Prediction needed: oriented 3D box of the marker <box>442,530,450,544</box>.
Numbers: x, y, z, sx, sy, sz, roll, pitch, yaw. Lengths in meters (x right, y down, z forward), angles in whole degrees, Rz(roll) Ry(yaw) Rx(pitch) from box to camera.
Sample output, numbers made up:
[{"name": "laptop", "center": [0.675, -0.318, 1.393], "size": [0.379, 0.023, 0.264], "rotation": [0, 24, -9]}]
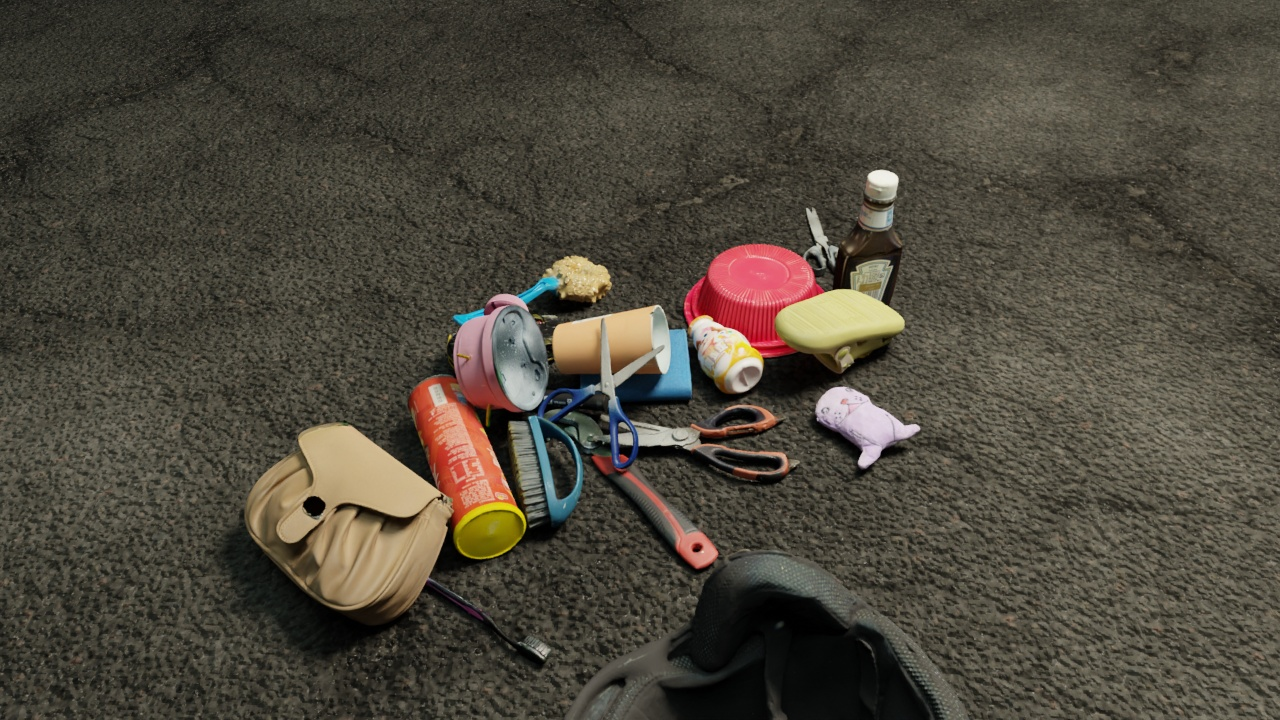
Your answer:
[{"name": "marker", "center": [-0.244, 0.151, 0.951], "size": [0.131, 0.018, 0.022], "rotation": [31, 60, 31]}]

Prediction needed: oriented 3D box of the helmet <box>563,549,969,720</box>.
[{"name": "helmet", "center": [0.088, 0.286, 0.629], "size": [0.275, 0.230, 0.233], "rotation": [-10, 32, 5]}]

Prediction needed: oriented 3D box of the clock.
[{"name": "clock", "center": [-0.149, -0.009, 1.022], "size": [0.060, 0.117, 0.158], "rotation": [-8, 26, 23]}]

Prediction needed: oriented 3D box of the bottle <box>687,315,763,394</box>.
[{"name": "bottle", "center": [0.097, -0.010, 1.089], "size": [0.063, 0.063, 0.108], "rotation": [-19, 44, -19]}]

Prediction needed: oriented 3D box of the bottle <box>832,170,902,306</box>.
[{"name": "bottle", "center": [0.284, -0.140, 1.130], "size": [0.080, 0.195, 0.044], "rotation": [-10, 42, -10]}]

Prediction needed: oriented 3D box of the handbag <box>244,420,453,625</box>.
[{"name": "handbag", "center": [-0.283, 0.149, 0.875], "size": [0.205, 0.100, 0.147], "rotation": [28, 74, 30]}]

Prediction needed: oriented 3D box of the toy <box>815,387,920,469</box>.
[{"name": "toy", "center": [0.239, 0.069, 1.013], "size": [0.083, 0.039, 0.108], "rotation": [-32, 50, -19]}]

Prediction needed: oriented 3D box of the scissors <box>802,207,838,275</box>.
[{"name": "scissors", "center": [0.266, -0.172, 1.311], "size": [0.137, 0.014, 0.174], "rotation": [22, 43, 26]}]

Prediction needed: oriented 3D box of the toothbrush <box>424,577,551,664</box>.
[{"name": "toothbrush", "center": [-0.158, 0.231, 0.861], "size": [0.189, 0.014, 0.017], "rotation": [24, 37, 27]}]

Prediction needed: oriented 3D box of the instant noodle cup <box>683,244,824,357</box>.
[{"name": "instant noodle cup", "center": [0.152, -0.088, 1.176], "size": [0.194, 0.066, 0.193], "rotation": [-1, 42, 1]}]

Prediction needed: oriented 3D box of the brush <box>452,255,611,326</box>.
[{"name": "brush", "center": [-0.133, -0.081, 1.153], "size": [0.083, 0.046, 0.253], "rotation": [37, 39, 23]}]

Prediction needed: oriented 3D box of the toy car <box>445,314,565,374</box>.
[{"name": "toy car", "center": [-0.160, -0.018, 1.122], "size": [0.155, 0.041, 0.071], "rotation": [-12, 41, -21]}]

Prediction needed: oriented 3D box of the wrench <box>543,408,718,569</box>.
[{"name": "wrench", "center": [-0.016, 0.128, 0.971], "size": [0.056, 0.016, 0.273], "rotation": [-32, 49, -25]}]

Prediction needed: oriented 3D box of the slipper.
[{"name": "slipper", "center": [0.229, -0.031, 1.094], "size": [0.190, 0.082, 0.091], "rotation": [-11, 43, -38]}]

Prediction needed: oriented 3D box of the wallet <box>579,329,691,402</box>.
[{"name": "wallet", "center": [-0.006, 0.006, 1.095], "size": [0.133, 0.040, 0.106], "rotation": [-2, 46, 0]}]

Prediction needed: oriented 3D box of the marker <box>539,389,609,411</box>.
[{"name": "marker", "center": [-0.098, 0.043, 1.056], "size": [0.132, 0.020, 0.022], "rotation": [4, 40, 20]}]

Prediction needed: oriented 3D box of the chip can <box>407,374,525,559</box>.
[{"name": "chip can", "center": [-0.187, 0.105, 0.960], "size": [0.073, 0.073, 0.216], "rotation": [-17, 44, -17]}]

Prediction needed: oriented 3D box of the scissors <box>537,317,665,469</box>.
[{"name": "scissors", "center": [-0.038, 0.039, 0.993], "size": [0.173, 0.012, 0.162], "rotation": [-34, 66, 18]}]

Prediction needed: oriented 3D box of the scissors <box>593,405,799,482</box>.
[{"name": "scissors", "center": [0.065, 0.083, 1.013], "size": [0.215, 0.015, 0.196], "rotation": [-26, 49, -29]}]

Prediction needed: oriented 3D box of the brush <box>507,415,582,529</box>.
[{"name": "brush", "center": [-0.098, 0.113, 0.961], "size": [0.073, 0.055, 0.143], "rotation": [-11, 42, -10]}]

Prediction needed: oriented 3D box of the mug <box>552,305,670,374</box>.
[{"name": "mug", "center": [-0.034, -0.019, 1.047], "size": [0.123, 0.078, 0.078], "rotation": [-5, 40, 15]}]
